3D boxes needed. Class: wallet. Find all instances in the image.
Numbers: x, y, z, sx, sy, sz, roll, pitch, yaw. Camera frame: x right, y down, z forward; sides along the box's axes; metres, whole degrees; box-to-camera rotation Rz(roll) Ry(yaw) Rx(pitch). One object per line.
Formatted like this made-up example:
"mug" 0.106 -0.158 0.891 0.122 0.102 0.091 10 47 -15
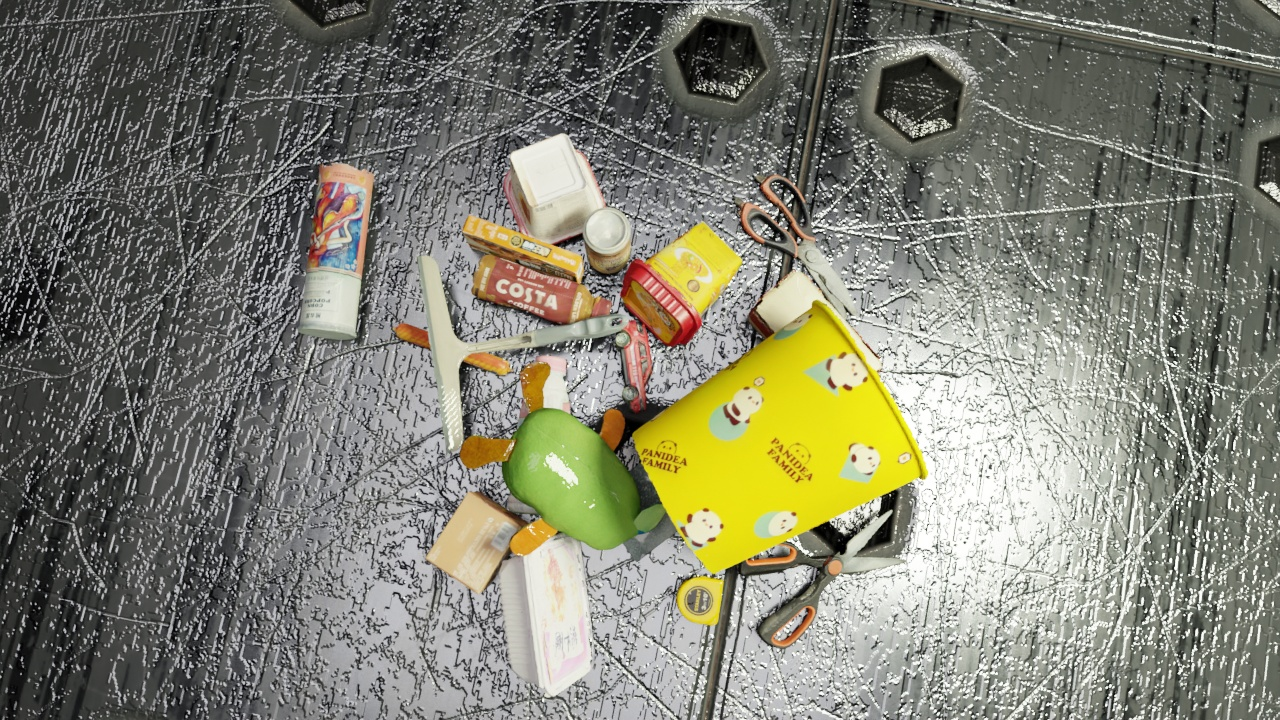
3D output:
"wallet" 0.014 0.176 1.136 0.121 0.019 0.097 -38 85 7

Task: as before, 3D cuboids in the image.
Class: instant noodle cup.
"instant noodle cup" 0.054 -0.099 1.155 0.116 0.116 0.123 45 73 5
"instant noodle cup" -0.115 0.297 1.091 0.060 0.138 0.173 -8 86 21
"instant noodle cup" -0.110 -0.218 1.155 0.116 0.124 0.116 -22 83 -4

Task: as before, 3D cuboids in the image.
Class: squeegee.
"squeegee" -0.136 -0.028 1.136 0.246 0.039 0.246 -10 85 2

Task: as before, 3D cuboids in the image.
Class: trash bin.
"trash bin" 0.146 0.095 1.022 0.255 0.229 0.229 -31 84 5

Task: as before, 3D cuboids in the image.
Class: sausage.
"sausage" -0.241 -0.015 1.178 0.165 0.021 0.021 20 82 2

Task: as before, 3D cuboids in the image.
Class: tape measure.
"tape measure" 0.073 0.296 1.138 0.057 0.029 0.060 8 82 -1

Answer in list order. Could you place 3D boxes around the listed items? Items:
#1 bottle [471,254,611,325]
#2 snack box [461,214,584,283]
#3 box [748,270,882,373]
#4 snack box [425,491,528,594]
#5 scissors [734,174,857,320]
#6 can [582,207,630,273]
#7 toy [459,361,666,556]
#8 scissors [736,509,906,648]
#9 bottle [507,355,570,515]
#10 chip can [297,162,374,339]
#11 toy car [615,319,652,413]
"bottle" -0.125 -0.083 1.170 0.175 0.057 0.057 18 82 2
"snack box" -0.148 -0.139 1.169 0.154 0.075 0.026 20 81 2
"box" 0.222 -0.029 1.159 0.091 0.079 0.168 -41 85 -5
"snack box" -0.195 0.218 1.110 0.077 0.094 0.092 32 83 4
"scissors" 0.204 -0.142 1.206 0.194 0.015 0.206 5 82 -1
"can" -0.041 -0.148 1.151 0.058 0.116 0.058 0 82 0
"toy" -0.086 0.131 1.068 0.247 0.090 0.226 47 59 -16
"scissors" 0.218 0.266 1.138 0.220 0.022 0.224 18 95 -16
"bottle" -0.122 0.094 1.145 0.068 0.068 0.196 5 78 -1
"chip can" -0.386 -0.138 1.167 0.071 0.071 0.214 5 82 -1
"toy car" -0.007 0.007 1.163 0.045 0.053 0.120 -6 83 1
